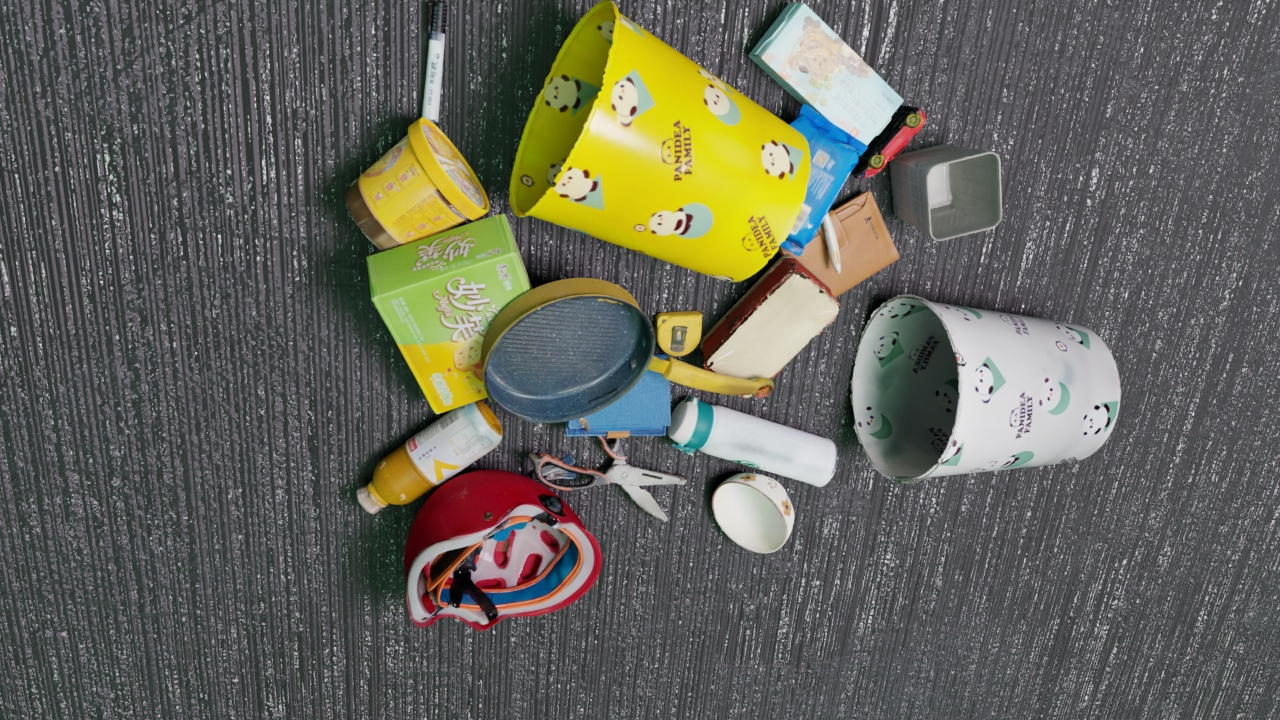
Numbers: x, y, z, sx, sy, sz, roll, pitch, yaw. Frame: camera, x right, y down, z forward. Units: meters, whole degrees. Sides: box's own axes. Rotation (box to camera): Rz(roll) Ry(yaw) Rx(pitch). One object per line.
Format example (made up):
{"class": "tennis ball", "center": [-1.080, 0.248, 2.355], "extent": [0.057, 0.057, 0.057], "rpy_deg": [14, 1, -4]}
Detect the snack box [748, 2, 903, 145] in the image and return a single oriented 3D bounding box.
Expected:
{"class": "snack box", "center": [0.213, -0.323, 1.051], "extent": [0.175, 0.051, 0.074], "rpy_deg": [35, 101, -21]}

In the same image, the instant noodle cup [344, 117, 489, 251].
{"class": "instant noodle cup", "center": [-0.242, -0.178, 0.985], "extent": [0.114, 0.118, 0.118], "rpy_deg": [-33, 114, 10]}

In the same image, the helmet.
{"class": "helmet", "center": [-0.177, 0.221, 1.139], "extent": [0.239, 0.144, 0.207], "rpy_deg": [13, 122, -36]}

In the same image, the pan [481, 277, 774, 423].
{"class": "pan", "center": [-0.006, 0.006, 1.055], "extent": [0.356, 0.078, 0.198], "rpy_deg": [2, 134, -28]}

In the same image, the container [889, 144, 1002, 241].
{"class": "container", "center": [0.357, -0.205, 1.092], "extent": [0.090, 0.114, 0.090], "rpy_deg": [-14, 113, -6]}

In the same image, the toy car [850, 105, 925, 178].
{"class": "toy car", "center": [0.294, -0.258, 1.095], "extent": [0.031, 0.049, 0.106], "rpy_deg": [40, 98, -21]}

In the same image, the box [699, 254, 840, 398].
{"class": "box", "center": [0.158, -0.036, 1.121], "extent": [0.091, 0.080, 0.169], "rpy_deg": [37, 110, -17]}

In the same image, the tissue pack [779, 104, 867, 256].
{"class": "tissue pack", "center": [0.186, -0.208, 1.069], "extent": [0.095, 0.052, 0.157], "rpy_deg": [32, 115, 7]}

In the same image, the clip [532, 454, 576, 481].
{"class": "clip", "center": [-0.112, 0.144, 1.184], "extent": [0.058, 0.027, 0.045], "rpy_deg": [-13, 121, -6]}

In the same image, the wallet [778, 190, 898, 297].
{"class": "wallet", "center": [0.247, -0.137, 1.144], "extent": [0.132, 0.031, 0.108], "rpy_deg": [-31, 115, 0]}

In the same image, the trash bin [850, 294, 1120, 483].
{"class": "trash bin", "center": [0.434, 0.037, 1.153], "extent": [0.251, 0.229, 0.230], "rpy_deg": [1, 111, -18]}

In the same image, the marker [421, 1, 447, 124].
{"class": "marker", "center": [-0.223, -0.317, 0.984], "extent": [0.022, 0.018, 0.131], "rpy_deg": [10, 109, -2]}

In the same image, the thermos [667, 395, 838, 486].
{"class": "thermos", "center": [0.144, 0.108, 1.198], "extent": [0.224, 0.073, 0.073], "rpy_deg": [17, 107, -17]}

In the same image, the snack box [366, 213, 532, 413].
{"class": "snack box", "center": [-0.192, -0.046, 1.024], "extent": [0.157, 0.070, 0.210], "rpy_deg": [-18, 141, -4]}

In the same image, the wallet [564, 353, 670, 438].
{"class": "wallet", "center": [-0.028, 0.044, 1.143], "extent": [0.133, 0.040, 0.106], "rpy_deg": [0, 90, -14]}

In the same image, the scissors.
{"class": "scissors", "center": [-0.040, 0.136, 1.182], "extent": [0.188, 0.015, 0.227], "rpy_deg": [-25, 106, -18]}

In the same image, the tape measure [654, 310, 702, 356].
{"class": "tape measure", "center": [0.048, -0.033, 1.144], "extent": [0.060, 0.029, 0.057], "rpy_deg": [-2, 112, -10]}

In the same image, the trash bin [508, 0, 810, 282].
{"class": "trash bin", "center": [0.024, -0.212, 0.972], "extent": [0.255, 0.229, 0.230], "rpy_deg": [21, 106, -24]}

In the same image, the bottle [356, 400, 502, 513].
{"class": "bottle", "center": [-0.259, 0.121, 1.120], "extent": [0.189, 0.068, 0.068], "rpy_deg": [-34, 114, 3]}

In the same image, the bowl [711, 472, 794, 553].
{"class": "bowl", "center": [0.159, 0.194, 1.226], "extent": [0.062, 0.114, 0.113], "rpy_deg": [-39, 122, -41]}

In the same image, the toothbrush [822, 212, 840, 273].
{"class": "toothbrush", "center": [0.220, -0.198, 1.100], "extent": [0.018, 0.016, 0.191], "rpy_deg": [-17, 99, -9]}
